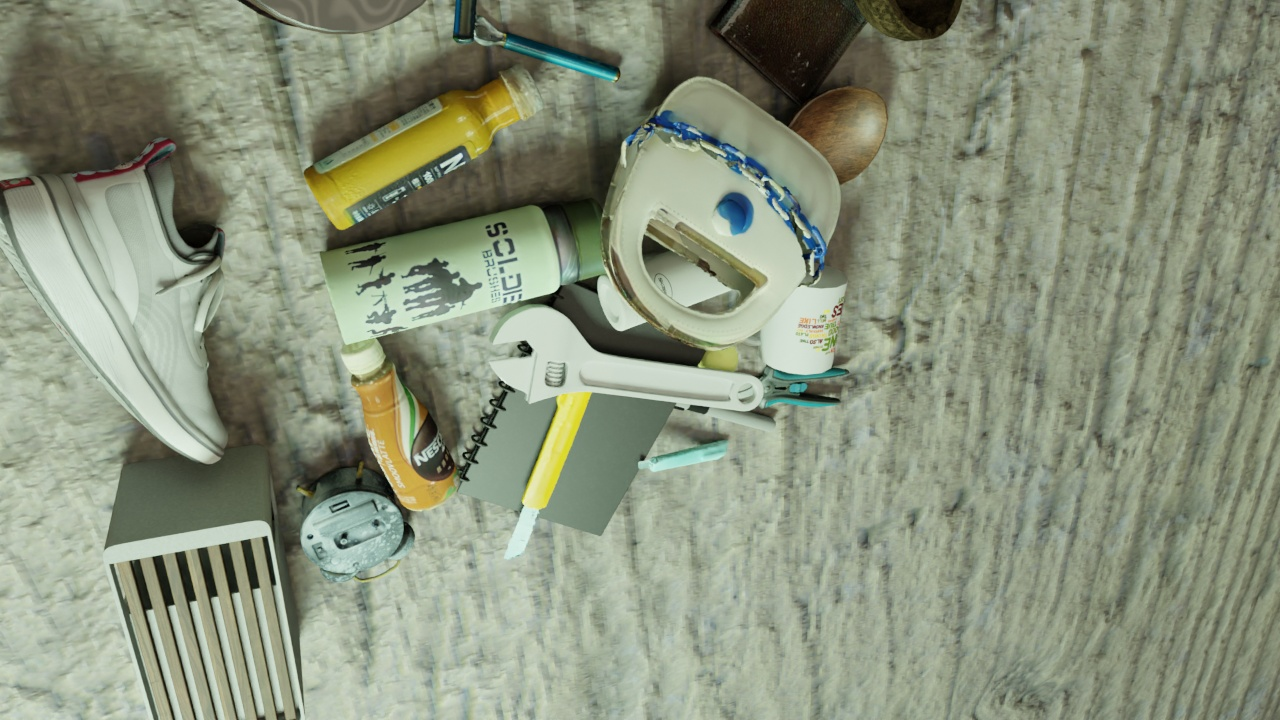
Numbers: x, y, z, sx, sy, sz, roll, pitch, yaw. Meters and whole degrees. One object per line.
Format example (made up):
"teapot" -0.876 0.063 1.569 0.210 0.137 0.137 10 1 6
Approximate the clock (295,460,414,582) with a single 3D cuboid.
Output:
"clock" -0.258 0.155 0.835 0.090 0.052 0.129 -21 121 -12

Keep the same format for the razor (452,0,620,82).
"razor" -0.080 -0.246 0.723 0.143 0.022 0.042 10 75 -31

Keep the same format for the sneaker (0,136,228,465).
"sneaker" -0.354 -0.036 0.682 0.128 0.097 0.263 -38 137 -29

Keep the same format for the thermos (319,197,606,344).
"thermos" -0.136 -0.076 0.754 0.231 0.082 0.082 -16 121 -15

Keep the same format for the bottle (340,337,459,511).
"bottle" -0.212 0.054 0.798 0.059 0.059 0.167 -24 122 -10

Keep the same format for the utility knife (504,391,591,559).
"utility knife" -0.089 0.102 0.868 0.030 0.018 0.207 17 103 -19

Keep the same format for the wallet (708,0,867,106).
"wallet" 0.130 -0.289 0.783 0.120 0.031 0.099 30 103 -34

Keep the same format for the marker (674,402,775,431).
"marker" 0.082 0.053 0.947 0.140 0.016 0.016 16 108 -29

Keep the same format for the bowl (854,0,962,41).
"bowl" 0.215 -0.328 0.774 0.121 0.056 0.121 -3 95 -38

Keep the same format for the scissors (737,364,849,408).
"scissors" 0.156 0.024 0.962 0.148 0.019 0.132 -40 122 2

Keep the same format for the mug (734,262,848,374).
"mug" 0.142 -0.044 0.895 0.105 0.073 0.090 6 116 3

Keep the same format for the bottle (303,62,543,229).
"bottle" -0.163 -0.168 0.707 0.186 0.053 0.053 -31 123 -6

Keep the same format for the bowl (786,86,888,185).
"bowl" 0.171 -0.207 0.840 0.114 0.026 0.102 -11 133 -22

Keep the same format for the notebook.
"notebook" -0.059 0.050 0.876 0.169 0.019 0.232 22 106 -25

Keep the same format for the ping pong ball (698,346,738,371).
"ping pong ball" 0.076 -0.002 0.901 0.040 0.040 0.040 -10 119 -18

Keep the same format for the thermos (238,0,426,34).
"thermos" -0.189 -0.273 0.537 0.172 0.226 0.173 -10 119 -18

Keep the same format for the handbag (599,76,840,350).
"handbag" 0.061 -0.113 0.750 0.200 0.093 0.199 28 74 -19

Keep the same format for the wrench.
"wrench" -0.005 0.005 0.843 0.273 0.018 0.087 7 101 -22

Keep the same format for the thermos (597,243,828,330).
"thermos" 0.071 -0.088 0.836 0.223 0.052 0.052 -21 122 -19

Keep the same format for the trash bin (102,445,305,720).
"trash bin" -0.361 0.206 0.780 0.114 0.114 0.229 -8 118 -19

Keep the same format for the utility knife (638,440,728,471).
"utility knife" 0.045 0.100 0.939 0.119 0.015 0.022 -7 124 -39
